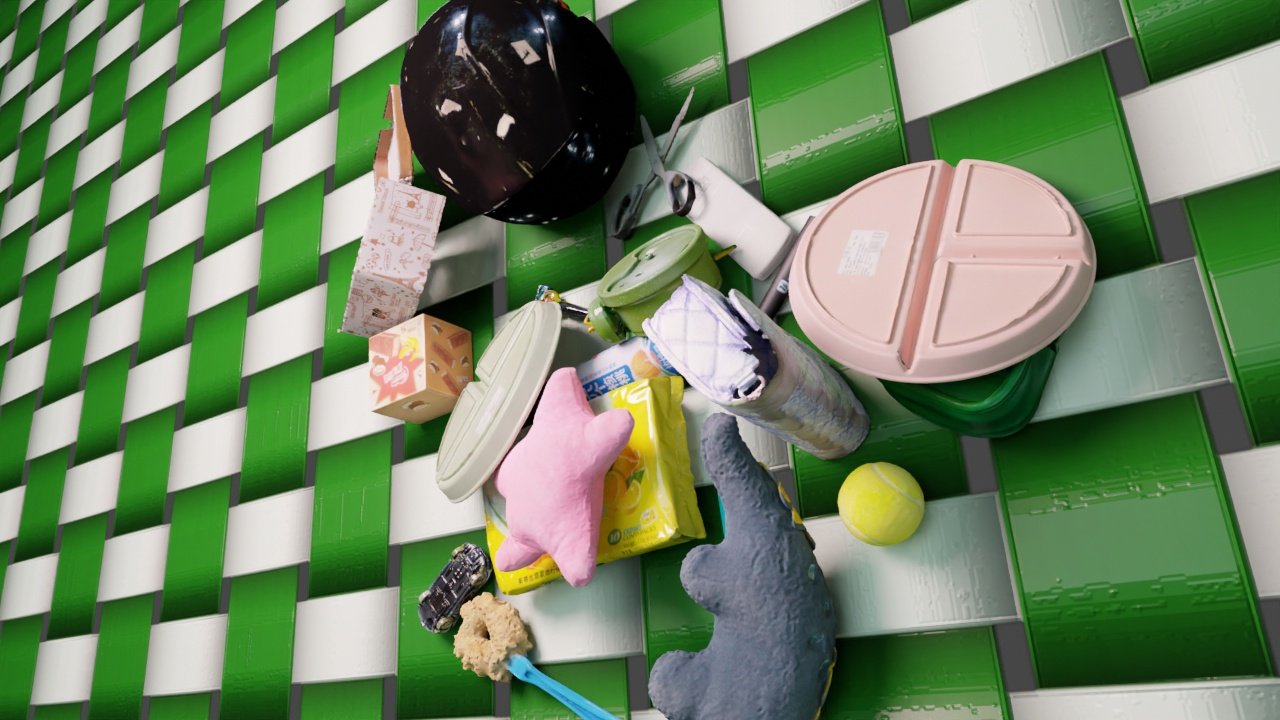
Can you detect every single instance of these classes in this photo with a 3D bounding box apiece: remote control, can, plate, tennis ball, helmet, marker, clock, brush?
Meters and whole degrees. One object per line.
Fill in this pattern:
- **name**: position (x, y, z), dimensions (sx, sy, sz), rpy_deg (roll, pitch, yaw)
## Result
- **remote control**: position (0.089, -0.140, 0.896), dimensions (0.058, 0.021, 0.150), rpy_deg (-54, 52, 17)
- **can**: position (-0.005, 0.005, 0.899), dimensions (0.135, 0.053, 0.053), rpy_deg (-26, 62, 27)
- **plate**: position (0.227, -0.080, 0.714), dimensions (0.230, 0.028, 0.229), rpy_deg (-13, 48, 14)
- **tennis ball**: position (0.188, 0.112, 0.718), dimensions (0.066, 0.065, 0.065), rpy_deg (-12, 69, 33)
- **helmet**: position (-0.141, -0.273, 0.976), dimensions (0.234, 0.229, 0.274), rpy_deg (-40, 95, 19)
- **marker**: position (0.132, -0.073, 0.847), dimensions (0.132, 0.020, 0.022), rpy_deg (-61, 28, 6)
- **clock**: position (0.008, -0.070, 0.881), dimensions (0.162, 0.056, 0.115), rpy_deg (-17, 25, 39)
- **brush**: position (-0.090, 0.307, 0.880), dimensions (0.255, 0.046, 0.083), rpy_deg (23, 86, 34)
- **plate**: position (-0.150, 0.036, 0.939), dimensions (0.231, 0.027, 0.229), rpy_deg (-50, 22, 29)

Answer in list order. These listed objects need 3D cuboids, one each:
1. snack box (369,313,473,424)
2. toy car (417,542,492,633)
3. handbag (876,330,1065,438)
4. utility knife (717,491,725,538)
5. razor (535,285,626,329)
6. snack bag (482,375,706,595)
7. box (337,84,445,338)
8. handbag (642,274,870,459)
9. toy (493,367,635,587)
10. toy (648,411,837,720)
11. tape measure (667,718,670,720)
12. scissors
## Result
- **snack box**: position (-0.254, 0.011, 1.062), dimensions (0.093, 0.077, 0.094), rpy_deg (-20, 65, 30)
- **toy car**: position (-0.197, 0.243, 0.976), dimensions (0.106, 0.031, 0.049), rpy_deg (-52, 52, 9)
- **handbag**: position (0.252, -0.009, 0.715), dimensions (0.131, 0.068, 0.120), rpy_deg (29, 83, 40)
- **utility knife**: position (0.086, 0.146, 0.814), dimensions (0.029, 0.013, 0.192), rpy_deg (-21, 66, 28)
- **razor**: position (-0.069, -0.052, 0.984), dimensions (0.143, 0.022, 0.042), rpy_deg (15, 87, 38)
- **snack bag**: position (-0.050, 0.127, 0.884), dimensions (0.247, 0.068, 0.157), rpy_deg (-23, 64, 28)
- **box**: position (-0.289, -0.171, 1.092), dimensions (0.178, 0.088, 0.261), rpy_deg (134, 145, -58)
- **handbag**: position (0.098, 0.007, 0.735), dimensions (0.076, 0.193, 0.134), rpy_deg (-49, 54, 12)
- **toy**: position (-0.080, 0.099, 0.828), dimensions (0.179, 0.074, 0.194), rpy_deg (1, 73, 47)
- **toy**: position (0.085, 0.224, 0.719), dimensions (0.091, 0.137, 0.356), rpy_deg (178, 102, -72)
- **tape measure**: position (0.055, 0.295, 0.783), dimensions (0.054, 0.025, 0.058), rpy_deg (25, 95, 36)
- **scissors**: position (0.015, -0.202, 0.963), dimensions (0.160, 0.014, 0.176), rpy_deg (-42, 43, 31)
